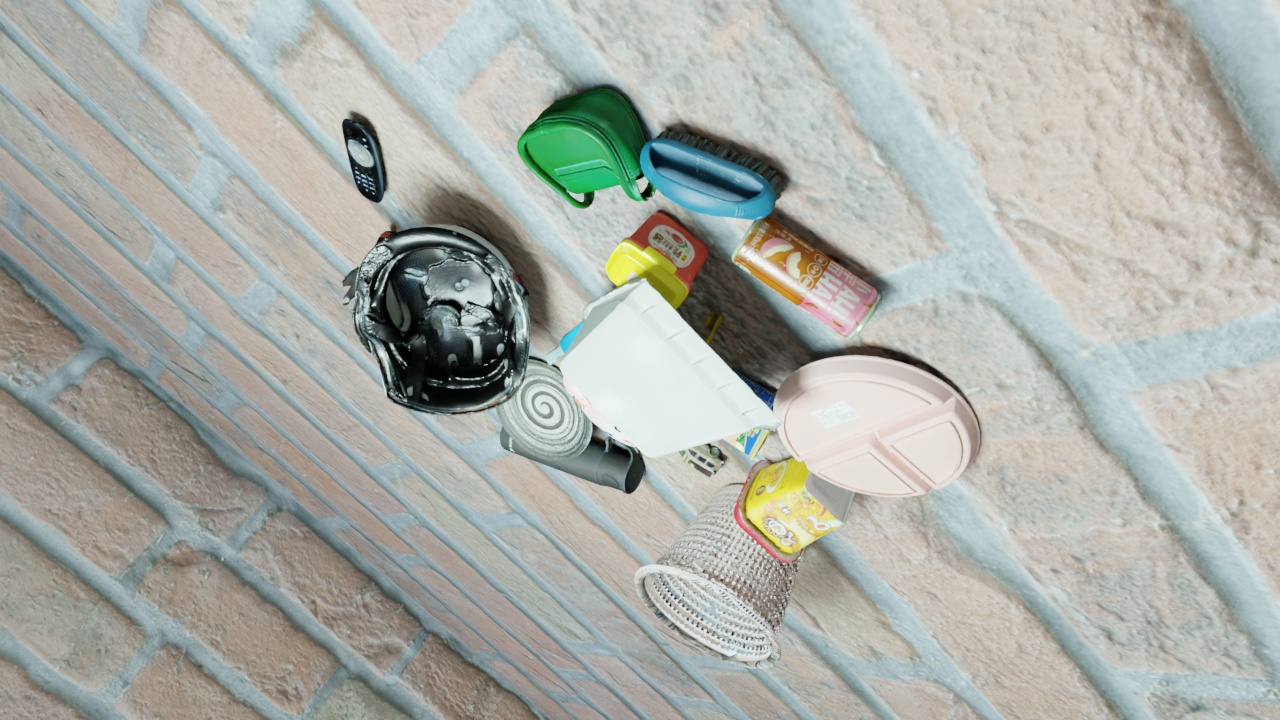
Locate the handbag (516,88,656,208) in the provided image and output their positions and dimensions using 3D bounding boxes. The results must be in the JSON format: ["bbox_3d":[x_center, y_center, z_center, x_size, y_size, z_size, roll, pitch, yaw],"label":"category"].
[{"bbox_3d":[-0.053,-0.211,0.947,0.132,0.067,0.120,-2,133,46],"label":"handbag"}]

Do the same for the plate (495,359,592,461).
[{"bbox_3d":[-0.149,0.075,1.424,0.180,0.024,0.180,14,121,25],"label":"plate"}]

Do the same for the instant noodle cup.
[{"bbox_3d":[0.204,0.182,1.188,0.116,0.115,0.124,43,137,-10],"label":"instant noodle cup"}]

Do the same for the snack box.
[{"bbox_3d":[0.020,-0.107,1.003,0.091,0.079,0.082,37,148,-2],"label":"snack box"}]

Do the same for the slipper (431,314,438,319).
[{"bbox_3d":[-0.309,-0.081,1.368,0.104,0.074,0.246,20,129,26],"label":"slipper"}]

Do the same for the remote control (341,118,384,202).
[{"bbox_3d":[-0.363,-0.266,1.215,0.053,0.024,0.137,29,147,14],"label":"remote control"}]

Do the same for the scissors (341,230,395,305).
[{"bbox_3d":[-0.370,-0.112,1.264,0.015,0.202,0.205,7,150,1],"label":"scissors"}]

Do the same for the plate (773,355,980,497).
[{"bbox_3d":[0.260,0.083,1.033,0.230,0.028,0.230,16,141,13],"label":"plate"}]

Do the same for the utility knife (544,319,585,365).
[{"bbox_3d":[-0.091,-0.028,1.270,0.217,0.018,0.034,-29,78,58],"label":"utility knife"}]

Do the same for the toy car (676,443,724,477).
[{"bbox_3d":[0.075,0.130,1.306,0.090,0.035,0.042,35,148,7],"label":"toy car"}]

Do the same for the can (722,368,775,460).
[{"bbox_3d":[0.128,0.066,1.151,0.083,0.057,0.102,32,148,11],"label":"can"}]

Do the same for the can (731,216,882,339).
[{"bbox_3d":[0.165,-0.083,0.915,0.147,0.057,0.058,35,149,3],"label":"can"}]

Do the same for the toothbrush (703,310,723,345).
[{"bbox_3d":[0.070,-0.005,1.150,0.016,0.015,0.191,36,149,9],"label":"toothbrush"}]

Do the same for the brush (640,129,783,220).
[{"bbox_3d":[0.062,-0.173,0.882,0.144,0.073,0.055,26,141,16],"label":"brush"}]

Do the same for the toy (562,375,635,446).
[{"bbox_3d":[-0.046,0.069,1.321,0.159,0.054,0.121,39,159,-5],"label":"toy"}]

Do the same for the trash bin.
[{"bbox_3d":[0.135,0.295,1.312,0.227,0.191,0.228,25,147,18],"label":"trash bin"}]

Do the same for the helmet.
[{"bbox_3d":[-0.252,-0.069,1.230,0.230,0.156,0.274,-10,115,6],"label":"helmet"}]

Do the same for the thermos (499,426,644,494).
[{"bbox_3d":[-0.110,0.138,1.479,0.243,0.068,0.090,15,111,27],"label":"thermos"}]

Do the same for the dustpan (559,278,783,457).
[{"bbox_3d":[0.026,-0.002,1.078,0.222,0.142,0.259,45,135,-13],"label":"dustpan"}]
